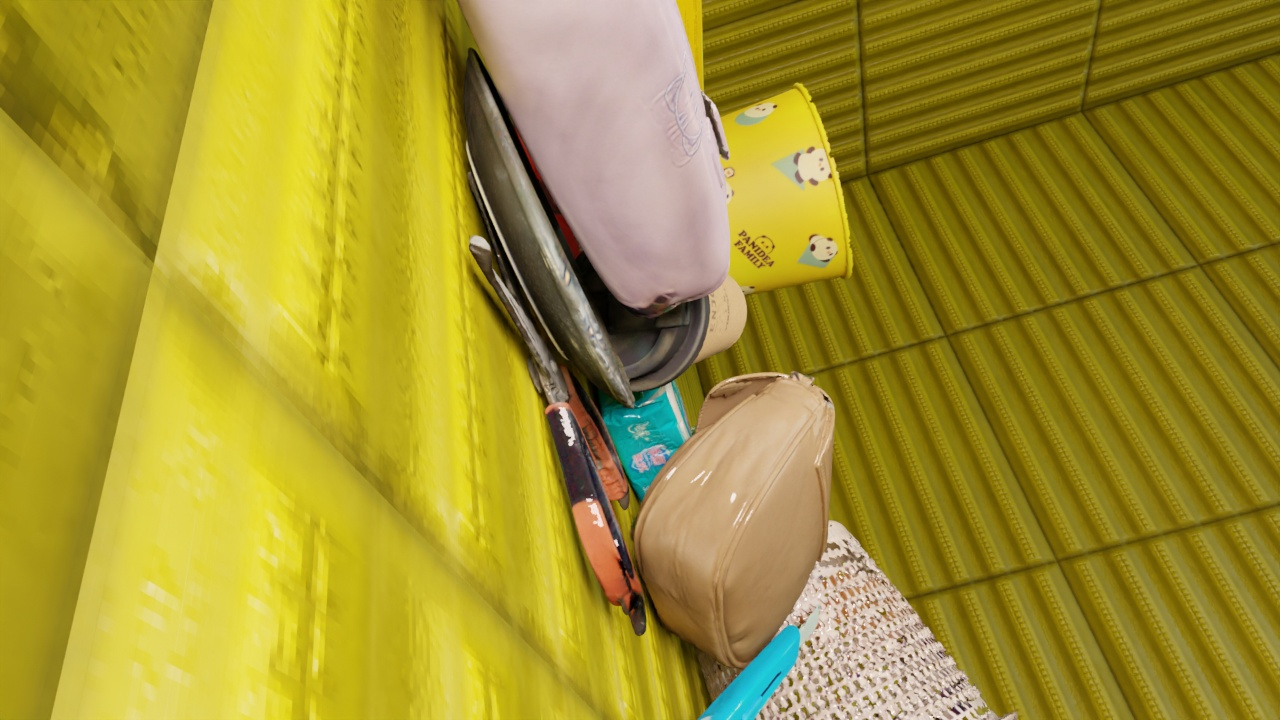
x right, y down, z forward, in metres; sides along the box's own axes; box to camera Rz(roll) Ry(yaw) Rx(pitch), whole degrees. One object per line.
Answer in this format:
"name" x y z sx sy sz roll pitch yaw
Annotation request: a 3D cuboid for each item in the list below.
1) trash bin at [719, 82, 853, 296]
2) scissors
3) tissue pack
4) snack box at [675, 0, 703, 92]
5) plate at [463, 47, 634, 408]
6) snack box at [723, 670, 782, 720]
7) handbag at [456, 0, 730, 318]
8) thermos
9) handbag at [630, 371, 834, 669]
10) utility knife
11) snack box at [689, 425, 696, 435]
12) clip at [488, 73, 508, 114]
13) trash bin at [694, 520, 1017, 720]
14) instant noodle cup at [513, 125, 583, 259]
"trash bin" 0.088 -0.170 1.063 0.229 0.255 0.229 -14 89 -85
"scissors" -0.036 0.021 0.434 0.189 0.015 0.226 25 45 -86
"tissue pack" 0.004 0.033 0.653 0.133 0.050 0.093 68 9 -47
"snack box" -0.008 -0.270 0.691 0.157 0.070 0.210 -58 151 -50
"plate" -0.048 -0.055 0.430 0.179 0.024 0.179 148 -82 -89
"snack box" 0.102 0.309 0.910 0.127 0.044 0.113 66 9 -52
"handbag" -0.021 -0.132 0.423 0.197 0.098 0.144 65 6 -49
"thermos" 0.016 -0.030 0.566 0.143 0.093 0.093 -6 79 -65
"handbag" 0.059 0.102 0.577 0.100 0.147 0.205 28 -27 26
"utility knife" 0.075 0.200 0.572 0.186 0.018 0.034 -25 118 -53
"snack box" 0.067 0.107 0.822 0.118 0.106 0.117 -10 86 -84
"clip" -0.079 -0.150 0.524 0.056 0.026 0.024 -43 115 -71
"trash bin" 0.139 0.242 0.716 0.192 0.227 0.227 63 -1 26
"instant noodle cup" -0.012 -0.117 0.619 0.138 0.108 0.138 -15 89 -85
